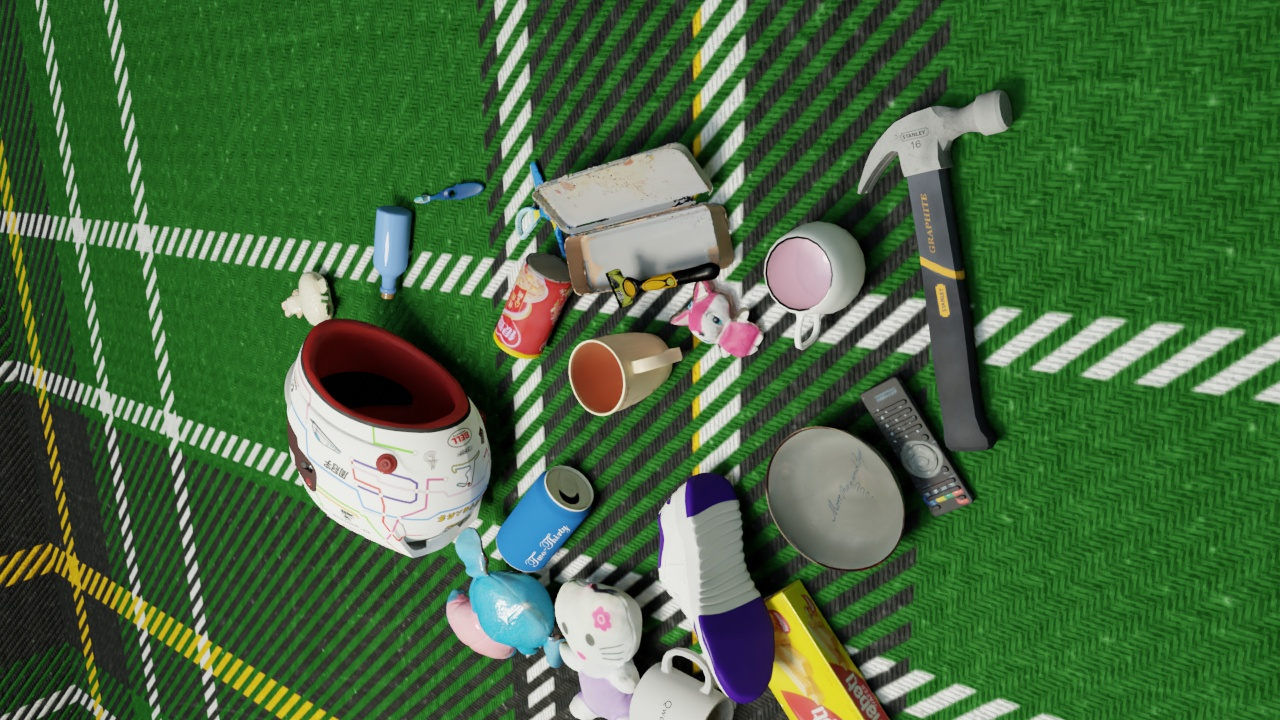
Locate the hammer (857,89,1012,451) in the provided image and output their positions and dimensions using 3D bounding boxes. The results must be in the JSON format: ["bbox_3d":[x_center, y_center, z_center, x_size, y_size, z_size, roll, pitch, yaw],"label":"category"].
[{"bbox_3d":[0.282,-0.070,0.830,0.140,0.035,0.312,-6,98,41],"label":"hammer"}]

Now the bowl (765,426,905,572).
[{"bbox_3d":[0.205,0.133,0.927,0.151,0.056,0.151,11,108,36],"label":"bowl"}]

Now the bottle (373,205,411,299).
[{"bbox_3d":[-0.354,-0.150,1.301,0.048,0.047,0.131,25,116,31],"label":"bottle"}]

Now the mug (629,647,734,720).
[{"bbox_3d":[0.053,0.407,1.104,0.096,0.083,0.120,17,103,34],"label":"mug"}]

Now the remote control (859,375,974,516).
[{"bbox_3d":[0.268,0.082,0.888,0.046,0.021,0.140,-33,85,40],"label":"remote control"}]

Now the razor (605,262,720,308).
[{"bbox_3d":[0.025,-0.087,0.993,0.144,0.021,0.044,-8,114,37],"label":"razor"}]

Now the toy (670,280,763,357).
[{"bbox_3d":[0.081,-0.040,0.988,0.102,0.050,0.066,36,117,20],"label":"toy"}]

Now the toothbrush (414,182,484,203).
[{"bbox_3d":[-0.256,-0.222,1.226,0.133,0.016,0.021,-2,103,39],"label":"toothbrush"}]

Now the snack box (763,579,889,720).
[{"bbox_3d":[0.190,0.350,1.004,0.092,0.042,0.200,-43,74,39],"label":"snack box"}]

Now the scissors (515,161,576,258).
[{"bbox_3d":[-0.116,-0.183,1.129,0.131,0.014,0.125,-16,93,37],"label":"scissors"}]

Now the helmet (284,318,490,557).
[{"bbox_3d":[-0.348,0.117,1.246,0.314,0.230,0.237,35,124,20],"label":"helmet"}]

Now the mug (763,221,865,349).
[{"bbox_3d":[0.169,-0.072,0.889,0.090,0.076,0.124,16,111,35],"label":"mug"}]

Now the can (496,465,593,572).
[{"bbox_3d":[-0.125,0.207,1.193,0.079,0.078,0.146,50,126,17],"label":"can"}]

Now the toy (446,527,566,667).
[{"bbox_3d":[-0.197,0.341,1.259,0.224,0.098,0.192,48,136,-5],"label":"toy"}]

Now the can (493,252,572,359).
[{"bbox_3d":[-0.132,-0.067,1.134,0.067,0.066,0.125,42,123,23],"label":"can"}]

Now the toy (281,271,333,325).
[{"bbox_3d":[-0.514,-0.096,1.441,0.113,0.050,0.087,-12,94,43],"label":"toy"}]

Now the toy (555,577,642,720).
[{"bbox_3d":[-0.041,0.373,1.165,0.138,0.085,0.209,10,112,46],"label":"toy"}]

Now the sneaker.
[{"bbox_3d":[0.069,0.255,1.019,0.111,0.091,0.244,-39,56,52],"label":"sneaker"}]

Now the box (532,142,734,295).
[{"bbox_3d":[-0.010,-0.152,1.019,0.217,0.071,0.157,-7,125,39],"label":"box"}]

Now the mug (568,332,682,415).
[{"bbox_3d":[-0.006,0.006,1.030,0.112,0.104,0.085,-15,92,39],"label":"mug"}]
